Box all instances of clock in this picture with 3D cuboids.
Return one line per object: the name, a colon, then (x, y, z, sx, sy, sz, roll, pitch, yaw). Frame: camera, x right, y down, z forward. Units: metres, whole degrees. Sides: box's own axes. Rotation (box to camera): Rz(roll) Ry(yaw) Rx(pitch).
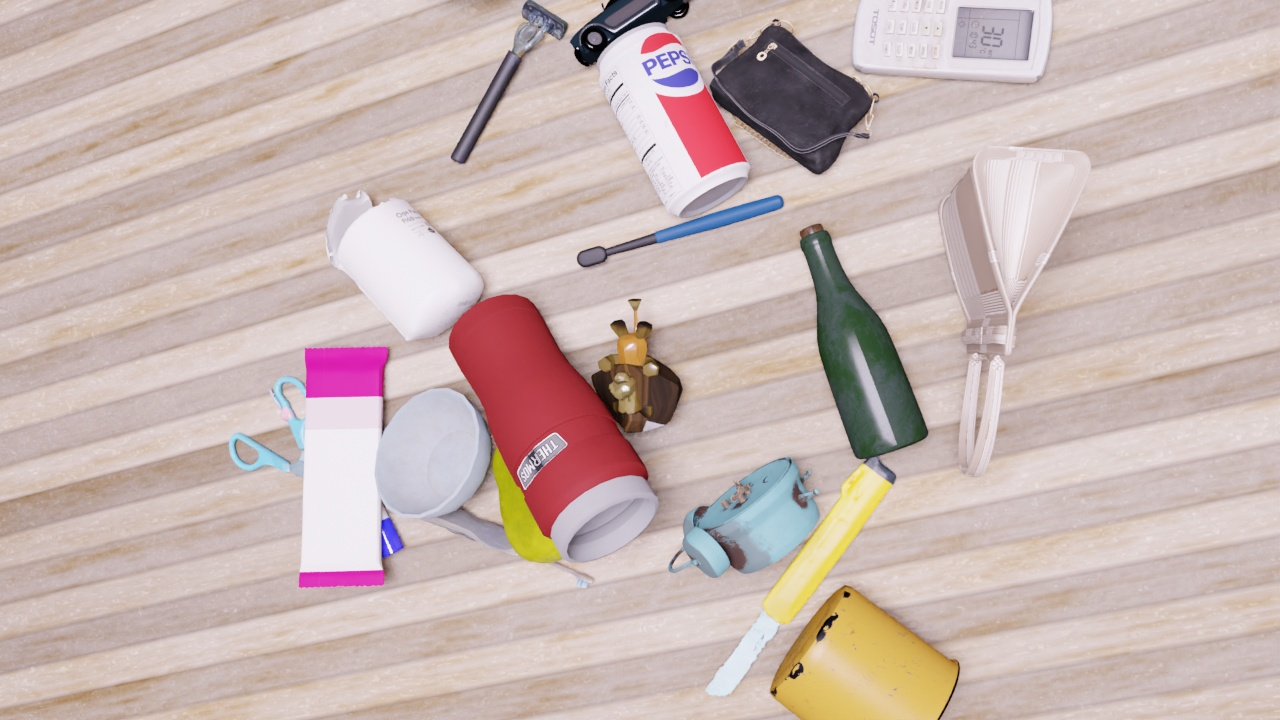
clock: (0.074, 0.121, 0.671, 0.124, 0.090, 0.053, -37, 92, 9)

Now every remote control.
remote control: (0.227, -0.237, 0.672, 0.138, 0.025, 0.060, 7, 91, 12)

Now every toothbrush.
toothbrush: (0.030, -0.101, 0.718, 0.168, 0.014, 0.014, -15, 97, 9)
toothbrush: (-0.122, 0.142, 0.747, 0.186, 0.022, 0.024, 20, 93, 10)

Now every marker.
marker: (-0.238, 0.098, 0.772, 0.020, 0.020, 0.141, -29, 84, 10)

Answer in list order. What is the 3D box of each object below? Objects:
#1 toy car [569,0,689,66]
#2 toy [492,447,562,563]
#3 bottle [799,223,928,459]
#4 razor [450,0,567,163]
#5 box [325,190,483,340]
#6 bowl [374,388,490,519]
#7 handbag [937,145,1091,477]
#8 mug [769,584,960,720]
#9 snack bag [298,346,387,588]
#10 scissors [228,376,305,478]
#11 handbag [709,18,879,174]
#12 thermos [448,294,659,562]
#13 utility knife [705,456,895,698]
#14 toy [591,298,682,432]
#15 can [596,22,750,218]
toy car: (-0.005, -0.270, 0.712, 0.112, 0.046, 0.034, -31, 84, 9)
toy: (-0.073, 0.101, 0.720, 0.090, 0.051, 0.110, -28, 80, 12)
bottle: (0.154, -0.017, 0.672, 0.055, 0.055, 0.174, -20, 84, 11)
razor: (-0.114, -0.224, 0.747, 0.043, 0.022, 0.144, 34, 96, 12)
box: (-0.199, -0.079, 0.738, 0.143, 0.080, 0.089, 47, 114, 10)
bowl: (-0.159, 0.078, 0.734, 0.106, 0.039, 0.106, -13, 63, 27)
handbag: (0.225, -0.023, 0.597, 0.062, 0.175, 0.198, 7, 93, 12)
mug: (0.150, 0.231, 0.654, 0.094, 0.100, 0.124, 36, 137, 12)
snack bag: (-0.244, 0.086, 0.755, 0.070, 0.016, 0.196, -2, 82, 0)
scissors: (-0.306, 0.090, 0.790, 0.111, 0.015, 0.140, -25, 79, 11)
handbag: (0.115, -0.198, 0.683, 0.128, 0.054, 0.079, 40, 93, 12)
thermos: (-0.060, 0.047, 0.679, 0.084, 0.108, 0.198, -48, 56, 20)
utility knife: (0.119, 0.167, 0.695, 0.030, 0.019, 0.224, 37, 92, 16)
toy: (-0.004, 0.004, 0.698, 0.076, 0.062, 0.100, 6, 109, 30)
can: (0.024, -0.180, 0.692, 0.070, 0.070, 0.132, -29, 84, 10)
